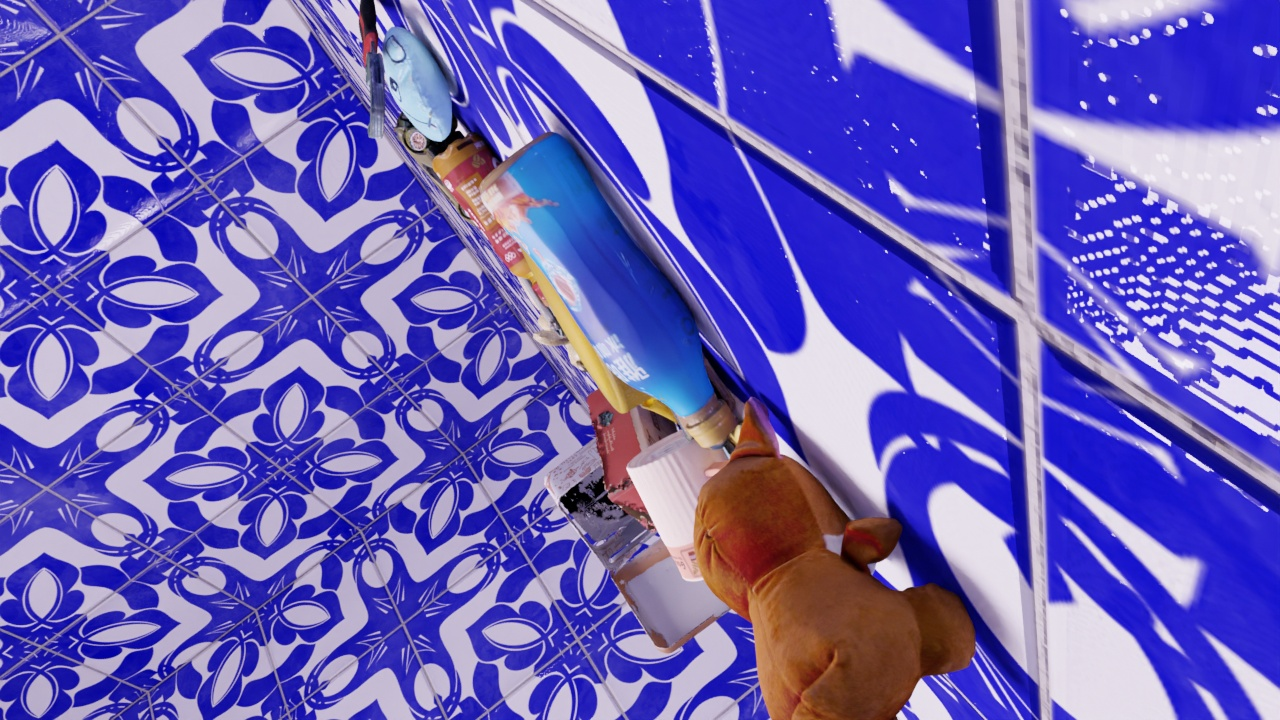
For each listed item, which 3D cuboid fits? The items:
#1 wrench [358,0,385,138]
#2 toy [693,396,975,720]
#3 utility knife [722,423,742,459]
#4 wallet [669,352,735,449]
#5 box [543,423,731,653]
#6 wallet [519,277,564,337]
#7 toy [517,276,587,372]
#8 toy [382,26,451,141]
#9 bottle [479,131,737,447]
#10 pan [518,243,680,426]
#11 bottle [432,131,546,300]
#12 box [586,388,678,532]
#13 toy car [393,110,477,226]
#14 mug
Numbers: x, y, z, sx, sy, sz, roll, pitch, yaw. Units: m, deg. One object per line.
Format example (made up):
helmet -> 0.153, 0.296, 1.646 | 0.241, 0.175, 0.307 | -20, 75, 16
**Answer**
wrench -> -0.239, -0.277, 0.812 | 0.273, 0.016, 0.056 | -112, 30, -47
toy -> 0.098, 0.125, 0.533 | 0.130, 0.140, 0.199 | 5, -152, -35
utility knife -> 0.079, 0.070, 0.763 | 0.031, 0.021, 0.205 | 61, 179, 6
wallet -> 0.037, 0.019, 0.675 | 0.090, 0.033, 0.115 | 58, 172, 13
box -> 0.022, 0.198, 1.120 | 0.270, 0.179, 0.134 | 53, 174, 8
wallet -> -0.110, -0.099, 1.036 | 0.130, 0.037, 0.106 | 59, -172, -33
toy -> -0.097, -0.059, 1.141 | 0.157, 0.066, 0.105 | 58, -154, -9
toy -> -0.206, -0.253, 0.852 | 0.156, 0.050, 0.161 | 59, 173, 31
bottle -> -0.013, -0.038, 0.577 | 0.218, 0.065, 0.065 | 53, 174, -8
pan -> -0.005, 0.005, 0.859 | 0.197, 0.078, 0.358 | 51, 169, 52
bottle -> -0.133, -0.140, 0.914 | 0.175, 0.057, 0.057 | 53, 174, -8
box -> -0.005, 0.096, 0.963 | 0.091, 0.076, 0.168 | 44, -162, -34
toy car -> -0.194, -0.200, 0.967 | 0.158, 0.042, 0.070 | 52, -146, -11
mug -> 0.055, 0.113, 0.750 | 0.115, 0.081, 0.106 | -21, 99, 56
